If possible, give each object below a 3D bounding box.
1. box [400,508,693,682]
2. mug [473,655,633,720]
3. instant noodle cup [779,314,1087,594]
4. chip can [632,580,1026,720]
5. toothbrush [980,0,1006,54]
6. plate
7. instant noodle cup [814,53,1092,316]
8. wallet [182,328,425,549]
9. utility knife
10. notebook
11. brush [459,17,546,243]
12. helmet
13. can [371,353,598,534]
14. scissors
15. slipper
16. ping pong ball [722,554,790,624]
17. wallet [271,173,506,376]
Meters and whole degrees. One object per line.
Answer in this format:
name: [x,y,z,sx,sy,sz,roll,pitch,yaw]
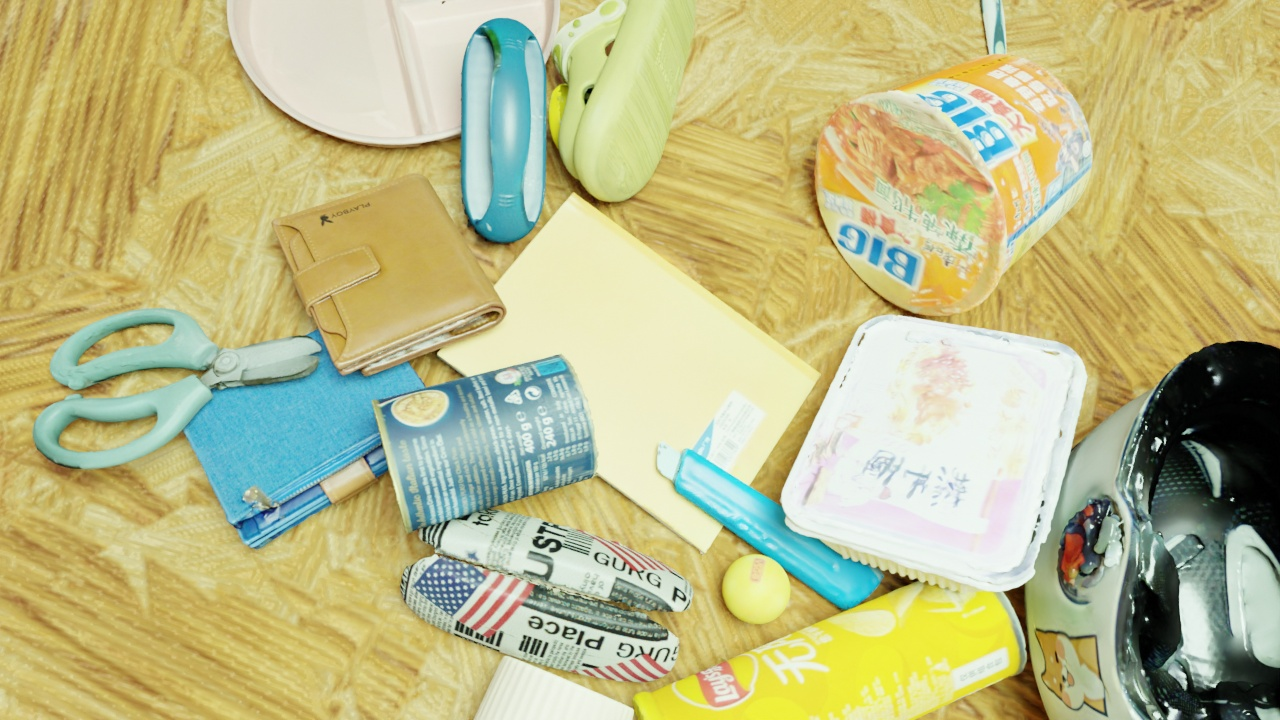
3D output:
box: [-0.056,0.141,0.526,0.163,0.076,0.087,18,92,-2]
mug: [-0.044,0.227,0.483,0.114,0.082,0.105,23,70,-2]
instant noodle cup: [0.174,0.058,0.540,0.138,0.060,0.173,13,53,27]
chip can: [0.106,0.183,0.515,0.213,0.072,0.072,-19,75,-11]
toothbrush: [0.273,-0.212,0.689,0.016,0.018,0.191,3,72,-5]
plate: [-0.172,-0.250,0.654,0.229,0.028,0.229,2,73,-5]
instant noodle cup: [0.204,-0.120,0.590,0.111,0.152,0.151,-32,77,-23]
wallet: [-0.197,0.036,0.554,0.133,0.040,0.106,-32,69,-14]
utility knife: [0.075,0.099,0.561,0.159,0.018,0.034,34,75,-1]
notebook: [-0.003,0.003,0.586,0.206,0.010,0.145,36,72,1]
brush: [-0.087,-0.148,0.587,0.055,0.073,0.144,1,92,-15]
helmet: [0.305,0.143,0.502,0.229,0.157,0.273,4,69,-20]
can: [-0.085,0.044,0.512,0.111,0.075,0.075,-15,74,-17]
scissors: [-0.276,-0.007,0.556,0.185,0.019,0.129,-24,58,-9]
slipper: [-0.018,-0.196,0.631,0.082,0.091,0.190,10,69,24]
ping pong ball: [0.069,0.136,0.544,0.040,0.040,0.040,2,72,-5]
wallet: [-0.158,-0.056,0.571,0.107,0.031,0.131,-23,57,-18]
